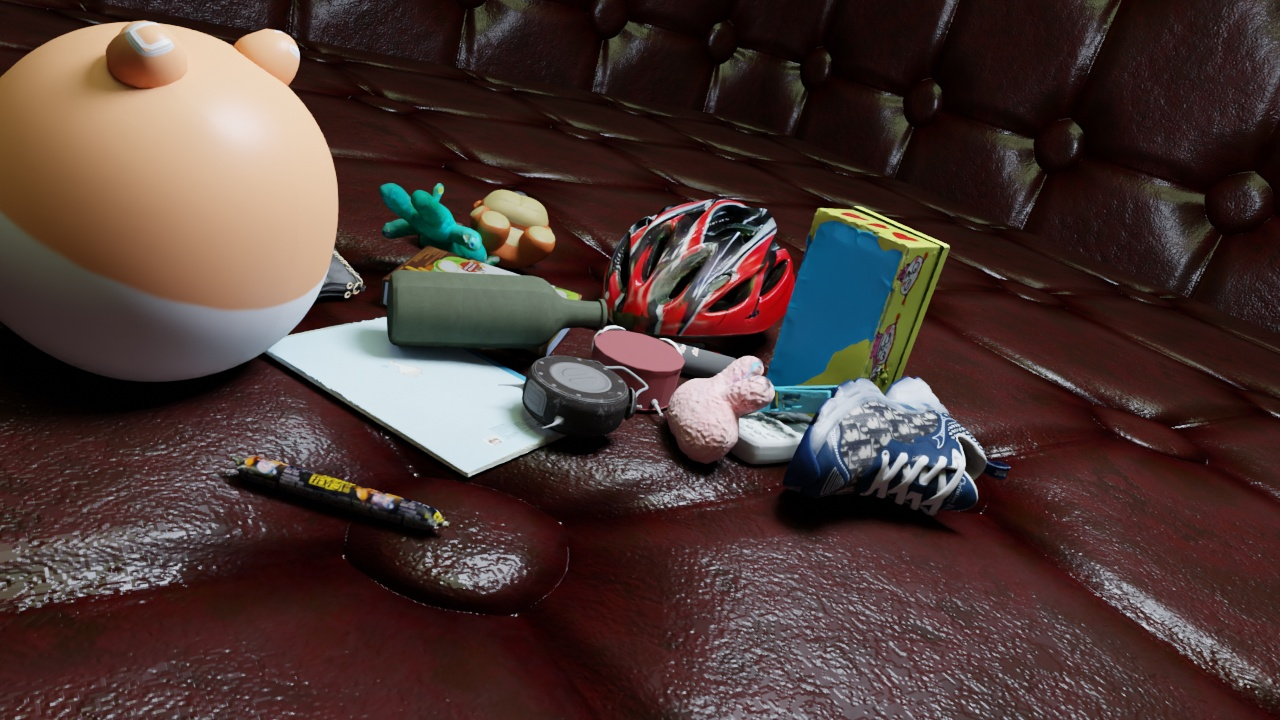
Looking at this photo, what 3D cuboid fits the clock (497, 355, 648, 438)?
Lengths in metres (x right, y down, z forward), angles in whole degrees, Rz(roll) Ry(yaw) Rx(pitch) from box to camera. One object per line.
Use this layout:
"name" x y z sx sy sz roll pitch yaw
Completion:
"clock" -0.053 0.033 0.799 0.122 0.044 0.091 -3 29 -41

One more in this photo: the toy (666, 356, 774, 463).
"toy" 0.072 0.040 0.829 0.053 0.105 0.108 45 15 -25

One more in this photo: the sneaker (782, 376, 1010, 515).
"sneaker" 0.238 0.091 0.826 0.132 0.103 0.268 38 27 31

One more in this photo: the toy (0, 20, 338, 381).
"toy" -0.366 -0.129 0.700 0.266 0.281 0.262 39 25 5

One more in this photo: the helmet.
"helmet" 0.070 -0.106 1.113 0.218 0.167 0.271 15 29 33

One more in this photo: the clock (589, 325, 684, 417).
"clock" -0.005 0.006 0.919 0.096 0.048 0.137 15 22 -2

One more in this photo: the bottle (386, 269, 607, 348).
"bottle" -0.134 -0.047 0.879 0.206 0.071 0.071 1 26 -20

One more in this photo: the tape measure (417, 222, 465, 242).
"tape measure" -0.254 -0.166 1.175 0.058 0.038 0.058 6 12 -11

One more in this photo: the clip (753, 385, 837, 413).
"clip" 0.125 0.038 0.865 0.120 0.027 0.103 0 0 21

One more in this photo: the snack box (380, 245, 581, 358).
"snack box" -0.168 -0.065 0.983 0.186 0.032 0.100 18 31 7

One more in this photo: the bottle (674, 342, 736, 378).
"bottle" 0.045 -0.002 0.996 0.113 0.030 0.030 14 22 -3

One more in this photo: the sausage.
"sausage" -0.204 0.090 0.620 0.155 0.020 0.020 16 22 1

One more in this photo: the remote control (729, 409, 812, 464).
"remote control" 0.128 0.072 0.875 0.114 0.028 0.060 -5 29 -42

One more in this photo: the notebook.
"notebook" -0.186 0.020 0.816 0.253 0.009 0.180 26 23 25

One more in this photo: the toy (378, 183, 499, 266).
"toy" -0.228 -0.150 1.058 0.131 0.072 0.193 15 -16 18

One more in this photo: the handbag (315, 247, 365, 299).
"handbag" -0.340 -0.085 0.927 0.079 0.054 0.128 37 25 21

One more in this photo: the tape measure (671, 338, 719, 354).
"tape measure" 0.061 -0.008 1.037 0.051 0.019 0.059 2 25 -30

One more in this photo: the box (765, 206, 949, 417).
"box" 0.214 -0.037 0.941 0.079 0.221 0.124 -4 27 -42

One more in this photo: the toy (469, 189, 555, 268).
"toy" -0.170 -0.172 1.196 0.112 0.096 0.176 15 7 -19
